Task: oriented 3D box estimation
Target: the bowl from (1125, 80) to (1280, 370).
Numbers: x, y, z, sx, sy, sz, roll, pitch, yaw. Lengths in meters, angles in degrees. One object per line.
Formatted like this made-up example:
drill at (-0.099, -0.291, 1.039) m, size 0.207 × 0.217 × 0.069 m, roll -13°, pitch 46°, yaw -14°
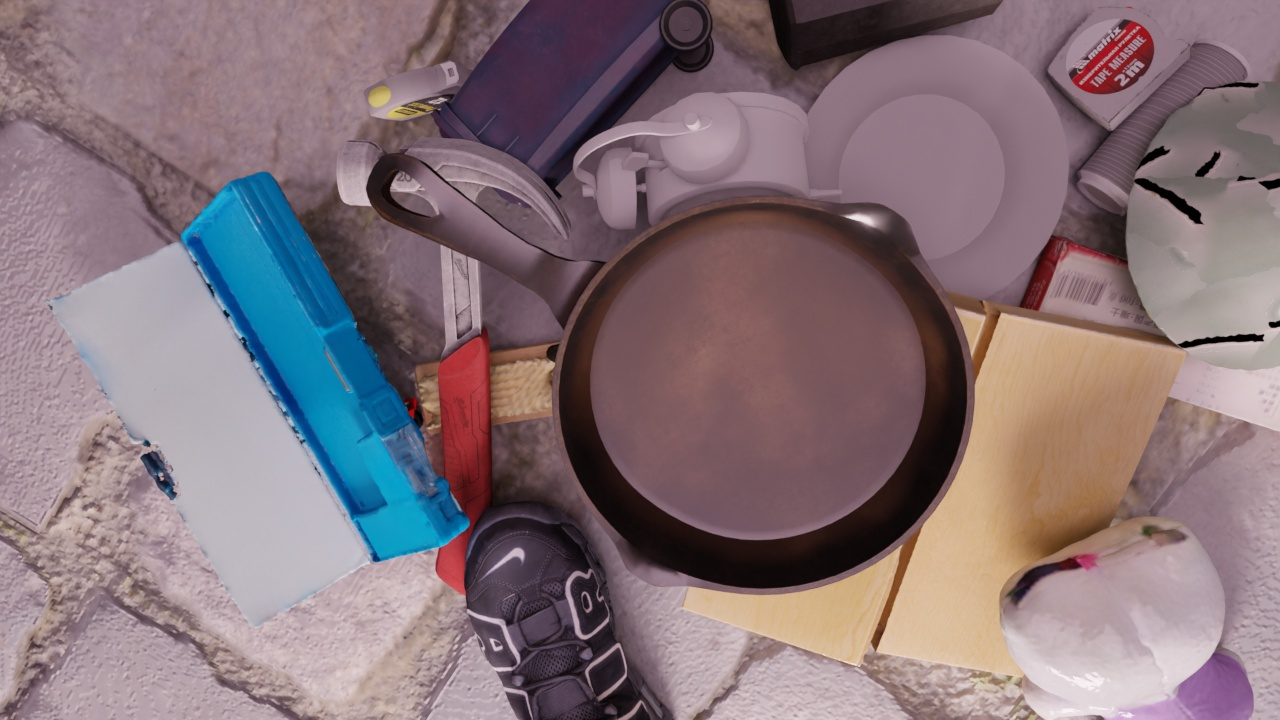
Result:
bowl at (0.370, -0.077, 0.514) m, size 0.174 × 0.068 × 0.174 m, roll 0°, pitch 91°, yaw -9°

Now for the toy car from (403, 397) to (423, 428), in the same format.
toy car at (-0.170, 0.072, 0.634) m, size 0.025 × 0.038 × 0.089 m, roll 6°, pitch 99°, yaw 5°

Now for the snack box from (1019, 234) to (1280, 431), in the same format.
snack box at (0.382, -0.004, 0.587) m, size 0.273 × 0.044 × 0.077 m, roll 17°, pitch 105°, yaw 1°

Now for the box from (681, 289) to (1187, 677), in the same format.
box at (0.177, 0.077, 0.587) m, size 0.257 × 0.076 × 0.247 m, roll 11°, pitch 111°, yaw -4°

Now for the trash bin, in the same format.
trash bin at (-0.039, -0.171, 0.562) m, size 0.092 × 0.093 × 0.161 m, roll 44°, pitch 101°, yaw -4°

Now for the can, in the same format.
can at (0.321, -0.143, 0.567) m, size 0.044 × 0.044 × 0.107 m, roll 38°, pitch 99°, yaw -3°

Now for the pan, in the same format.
pan at (0.011, -0.013, 0.515) m, size 0.356 × 0.043 × 0.249 m, roll 31°, pitch 106°, yaw -4°

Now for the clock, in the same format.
clock at (0.035, -0.115, 0.540) m, size 0.159 × 0.120 × 0.061 m, roll 5°, pitch 74°, yaw -37°

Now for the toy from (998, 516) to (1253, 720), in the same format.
toy at (0.309, 0.188, 0.574) m, size 0.138 × 0.085 × 0.209 m, roll -37°, pitch 119°, yaw 8°

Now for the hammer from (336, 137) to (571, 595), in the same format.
hammer at (-0.109, 0.021, 0.581) m, size 0.126 × 0.036 × 0.316 m, roll 3°, pitch 117°, yaw 0°

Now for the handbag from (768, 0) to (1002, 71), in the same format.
handbag at (0.163, -0.293, 0.524) m, size 0.199 × 0.102 × 0.197 m, roll -13°, pitch 98°, yaw 5°

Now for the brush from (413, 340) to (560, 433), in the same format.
brush at (-0.098, 0.019, 0.621) m, size 0.117 × 0.039 × 0.049 m, roll -8°, pitch 99°, yaw 9°

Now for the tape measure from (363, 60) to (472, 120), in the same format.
tape measure at (-0.138, -0.170, 0.582) m, size 0.065 × 0.064 × 0.017 m, roll -15°, pitch 98°, yaw 10°

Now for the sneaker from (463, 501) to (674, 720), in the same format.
sneaker at (-0.049, 0.220, 0.581) m, size 0.097 × 0.150 × 0.252 m, roll -23°, pitch 107°, yaw 3°

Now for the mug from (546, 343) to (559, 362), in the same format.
mug at (-0.004, 0.003, 0.591) m, size 0.111 × 0.081 × 0.085 m, roll 12°, pitch 100°, yaw 1°

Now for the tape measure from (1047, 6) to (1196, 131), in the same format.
tape measure at (0.290, -0.181, 0.562) m, size 0.060 × 0.020 × 0.062 m, roll -46°, pitch 62°, yaw 17°

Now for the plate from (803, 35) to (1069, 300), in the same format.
plate at (0.183, -0.118, 0.592) m, size 0.173 × 0.019 × 0.173 m, roll 1°, pitch 99°, yaw 3°

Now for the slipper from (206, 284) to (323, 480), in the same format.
slipper at (-0.280, 0.019, 0.624) m, size 0.213 × 0.059 × 0.104 m, roll 29°, pitch 102°, yaw -3°

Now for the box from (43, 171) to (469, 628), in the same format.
box at (-0.227, 0.026, 0.577) m, size 0.167 × 0.075 × 0.243 m, roll -26°, pitch 97°, yaw 12°
